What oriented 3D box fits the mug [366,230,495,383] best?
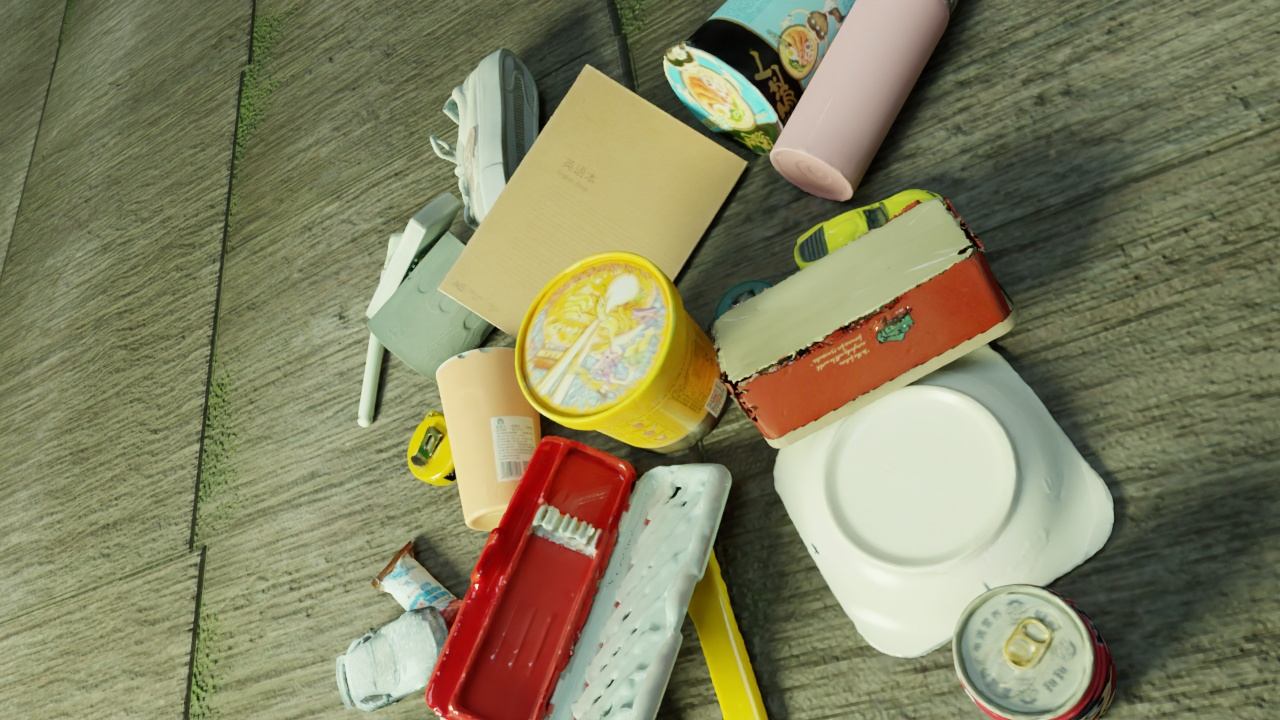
[{"bbox_3d":[-0.168,-0.050,0.776,0.103,0.083,0.124,-50,28,1],"label":"mug"}]

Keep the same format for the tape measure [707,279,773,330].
[{"bbox_3d":[0.077,-0.029,0.642,0.058,0.025,0.054,-35,56,13],"label":"tape measure"}]

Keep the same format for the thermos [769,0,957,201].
[{"bbox_3d":[0.164,-0.215,0.636,0.067,0.087,0.198,29,86,17],"label":"thermos"}]

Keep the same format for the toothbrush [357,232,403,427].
[{"bbox_3d":[-0.236,-0.030,0.840,0.029,0.020,0.189,-26,54,53],"label":"toothbrush"}]

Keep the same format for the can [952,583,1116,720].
[{"bbox_3d":[0.192,0.147,0.448,0.067,0.093,0.066,-13,62,26],"label":"can"}]

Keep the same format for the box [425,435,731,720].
[{"bbox_3d":[-0.034,0.146,0.583,0.160,0.065,0.200,7,55,24],"label":"box"}]

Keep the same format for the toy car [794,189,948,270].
[{"bbox_3d":[0.154,-0.084,0.616,0.105,0.032,0.048,-19,60,22],"label":"toy car"}]

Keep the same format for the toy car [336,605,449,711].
[{"bbox_3d":[-0.179,0.218,0.663,0.121,0.036,0.054,-33,66,35],"label":"toy car"}]

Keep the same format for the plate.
[{"bbox_3d":[0.165,0.071,0.537,0.164,0.034,0.163,-37,54,12],"label":"plate"}]

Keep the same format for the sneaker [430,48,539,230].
[{"bbox_3d":[-0.131,-0.159,0.790,0.091,0.089,0.241,-25,57,22],"label":"sneaker"}]

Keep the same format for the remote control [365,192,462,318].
[{"bbox_3d":[-0.194,-0.086,0.784,0.135,0.019,0.056,-49,3,42],"label":"remote control"}]

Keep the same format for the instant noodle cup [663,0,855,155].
[{"bbox_3d":[0.096,-0.235,0.681,0.111,0.111,0.120,34,82,37],"label":"instant noodle cup"}]

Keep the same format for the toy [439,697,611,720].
[{"bbox_3d":[-0.073,0.240,0.598,0.162,0.049,0.156,-20,57,28],"label":"toy"}]

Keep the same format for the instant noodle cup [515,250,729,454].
[{"bbox_3d":[-0.004,0.004,0.621,0.119,0.114,0.118,-14,62,27],"label":"instant noodle cup"}]

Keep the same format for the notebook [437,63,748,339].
[{"bbox_3d":[-0.036,-0.102,0.702,0.149,0.012,0.211,33,86,3],"label":"notebook"}]

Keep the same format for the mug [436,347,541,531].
[{"bbox_3d":[-0.107,0.061,0.688,0.078,0.078,0.122,-23,63,21],"label":"mug"}]

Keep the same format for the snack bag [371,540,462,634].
[{"bbox_3d":[-0.166,0.179,0.697,0.104,0.026,0.048,34,80,38],"label":"snack bag"}]

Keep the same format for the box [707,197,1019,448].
[{"bbox_3d":[0.127,-0.030,0.562,0.168,0.077,0.091,-30,30,16],"label":"box"}]

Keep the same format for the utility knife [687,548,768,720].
[{"bbox_3d":[0.048,0.171,0.576,0.033,0.015,0.153,-32,56,23],"label":"utility knife"}]

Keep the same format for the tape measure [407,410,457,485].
[{"bbox_3d":[-0.163,0.071,0.742,0.060,0.029,0.057,23,83,37],"label":"tape measure"}]
